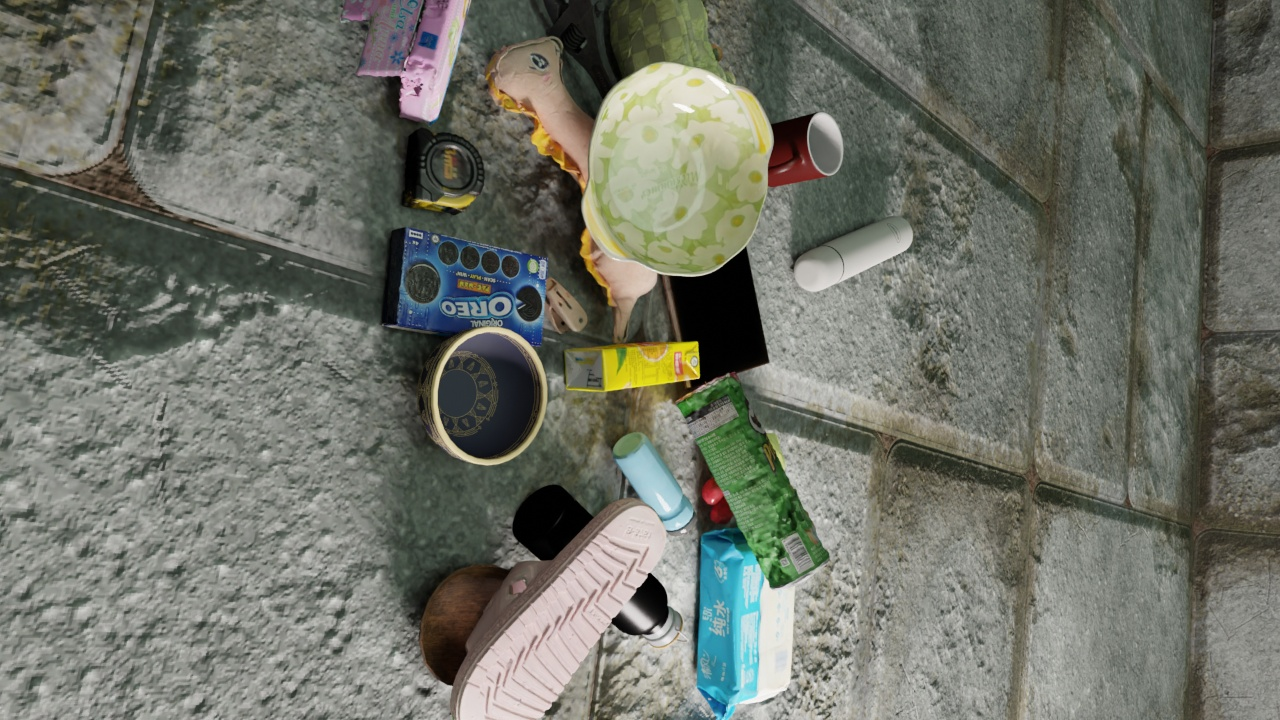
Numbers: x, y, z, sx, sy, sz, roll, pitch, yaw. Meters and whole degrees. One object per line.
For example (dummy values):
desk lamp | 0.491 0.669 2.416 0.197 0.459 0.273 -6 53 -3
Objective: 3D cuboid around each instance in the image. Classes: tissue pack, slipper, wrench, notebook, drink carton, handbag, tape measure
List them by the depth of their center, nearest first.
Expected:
tape measure | -0.164 -0.157 0.767 0.062 0.038 0.067 5 82 -36
slipper | -0.077 0.210 0.780 0.239 0.064 0.094 -48 124 -15
wrench | -0.021 -0.244 0.890 0.018 0.073 0.273 -50 124 -34
drink carton | -0.005 0.005 0.902 0.134 0.059 0.043 -6 95 -45
handbag | 0.043 -0.291 0.924 0.116 0.113 0.186 -27 107 -49
tissue pack | 0.118 0.283 1.010 0.116 0.066 0.209 2 88 -45
notebook | 0.078 -0.085 1.011 0.141 0.008 0.209 -16 96 -44

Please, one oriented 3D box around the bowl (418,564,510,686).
bowl | -0.145 0.223 0.780 0.114 0.026 0.102 22 74 -43

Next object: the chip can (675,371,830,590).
chip can | 0.118 0.126 0.955 0.075 0.076 0.223 -22 82 -43

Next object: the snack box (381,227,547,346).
snack box | -0.146 -0.059 0.787 0.150 0.027 0.082 7 85 -44

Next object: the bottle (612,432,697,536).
bottle | 0.018 0.131 0.934 0.040 0.040 0.130 -51 122 -33

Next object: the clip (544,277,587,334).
clip | -0.070 -0.051 0.852 0.024 0.043 0.061 -53 128 -34

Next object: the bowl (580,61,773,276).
bowl | 0.024 -0.171 0.839 0.218 0.060 0.188 -39 111 -21

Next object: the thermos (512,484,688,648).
thermos | -0.027 0.209 0.872 0.231 0.061 0.061 50 57 -32

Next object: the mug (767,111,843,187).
mug | 0.173 -0.238 1.067 0.105 0.083 0.073 -41 116 -38

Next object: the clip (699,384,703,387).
clip | 0.054 0.017 0.993 0.053 0.013 0.036 36 64 -35

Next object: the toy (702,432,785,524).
toy | 0.116 0.129 1.027 0.134 0.045 0.091 -31 106 -39

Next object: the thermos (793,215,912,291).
thermos | 0.277 -0.139 1.188 0.223 0.052 0.052 -25 106 -42

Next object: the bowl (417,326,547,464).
bowl | -0.140 0.028 0.764 0.112 0.061 0.112 -1 91 -44

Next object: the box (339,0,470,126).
box | -0.182 -0.318 0.741 0.096 0.085 0.230 15 77 -11

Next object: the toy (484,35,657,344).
toy | -0.057 -0.163 0.854 0.264 0.065 0.195 44 56 -33
